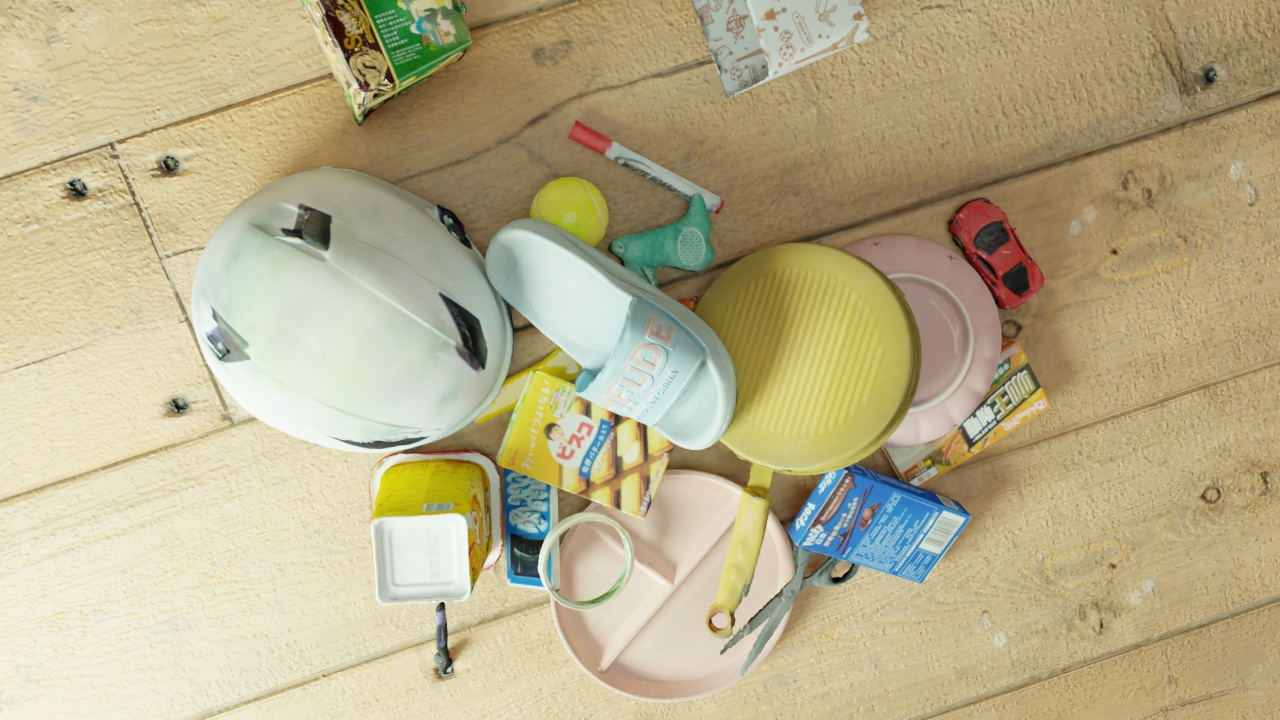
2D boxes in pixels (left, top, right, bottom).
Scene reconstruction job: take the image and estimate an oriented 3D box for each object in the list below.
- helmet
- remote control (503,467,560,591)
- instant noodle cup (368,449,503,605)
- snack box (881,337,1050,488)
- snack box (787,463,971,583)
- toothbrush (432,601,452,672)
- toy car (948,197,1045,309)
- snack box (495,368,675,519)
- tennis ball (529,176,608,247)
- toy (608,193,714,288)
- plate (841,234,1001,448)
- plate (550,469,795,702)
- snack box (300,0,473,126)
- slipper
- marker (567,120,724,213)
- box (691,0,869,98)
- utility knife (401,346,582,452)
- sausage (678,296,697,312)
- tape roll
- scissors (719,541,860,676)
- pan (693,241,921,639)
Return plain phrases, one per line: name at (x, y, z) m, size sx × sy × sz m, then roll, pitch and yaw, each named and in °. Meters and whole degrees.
helmet at (-0.229, -0.030, 0.721) m, size 0.258 × 0.146 × 0.229 m, roll 38°, pitch 96°, yaw -8°
remote control at (-0.096, 0.145, 0.824) m, size 0.049 × 0.024 × 0.125 m, roll 2°, pitch 95°, yaw 24°
instant noodle cup at (-0.177, 0.145, 0.777) m, size 0.116 × 0.123 × 0.116 m, roll -2°, pitch 101°, yaw -6°
snack box at (0.295, 0.051, 0.852) m, size 0.154 × 0.026 × 0.075 m, roll -32°, pitch 103°, yaw 2°
snack box at (0.219, 0.148, 0.837) m, size 0.157 × 0.026 × 0.085 m, roll 21°, pitch 109°, yaw -25°
toothbrush at (-0.172, 0.238, 0.790) m, size 0.017 × 0.189 × 0.014 m, roll 41°, pitch 59°, yaw 16°
toy car at (0.320, -0.096, 0.824) m, size 0.049 × 0.031 × 0.106 m, roll -36°, pitch 100°, yaw 1°
snack box at (-0.044, 0.072, 0.792) m, size 0.140 × 0.034 × 0.087 m, roll 23°, pitch 88°, yaw -12°
tennis ball at (-0.059, -0.120, 0.766) m, size 0.065 × 0.065 × 0.065 m, roll -1°, pitch 101°, yaw -5°
toy at (0.020, -0.091, 0.799) m, size 0.092 × 0.030 × 0.096 m, roll -11°, pitch 109°, yaw 2°
plate at (0.227, -0.016, 0.809) m, size 0.192 × 0.039 × 0.192 m, roll 0°, pitch 93°, yaw 1°
plate at (0.031, 0.209, 0.858) m, size 0.229 × 0.028 × 0.229 m, roll -1°, pitch 100°, yaw -6°
snack box at (-0.195, -0.259, 0.711) m, size 0.105 × 0.117 × 0.118 m, roll -24°, pitch 105°, yaw -13°
slipper at (-0.026, -0.018, 0.732) m, size 0.245 × 0.074 × 0.104 m, roll 39°, pitch 127°, yaw -3°
marker at (0.006, -0.165, 0.787) m, size 0.145 × 0.017 × 0.017 m, roll 26°, pitch 97°, yaw -10°
box at (0.046, -0.311, 0.680) m, size 0.269 × 0.179 × 0.136 m, roll 36°, pitch 96°, yaw -12°
utility knife at (-0.121, 0.028, 0.814) m, size 0.223 × 0.015 × 0.033 m, roll -25°, pitch 95°, yaw 0°
sausage at (-0.005, 0.005, 0.817) m, size 0.021 × 0.021 × 0.165 m, roll 42°, pitch 95°, yaw -11°
tape roll at (-0.047, 0.178, 0.811) m, size 0.085 × 0.014 × 0.086 m, roll -2°, pitch 96°, yaw -21°
scissors at (0.139, 0.207, 0.846) m, size 0.163 × 0.014 × 0.164 m, roll -2°, pitch 96°, yaw -25°
pan at (0.113, 0.074, 0.788) m, size 0.198 × 0.078 × 0.357 m, roll 19°, pitch 90°, yaw 22°
